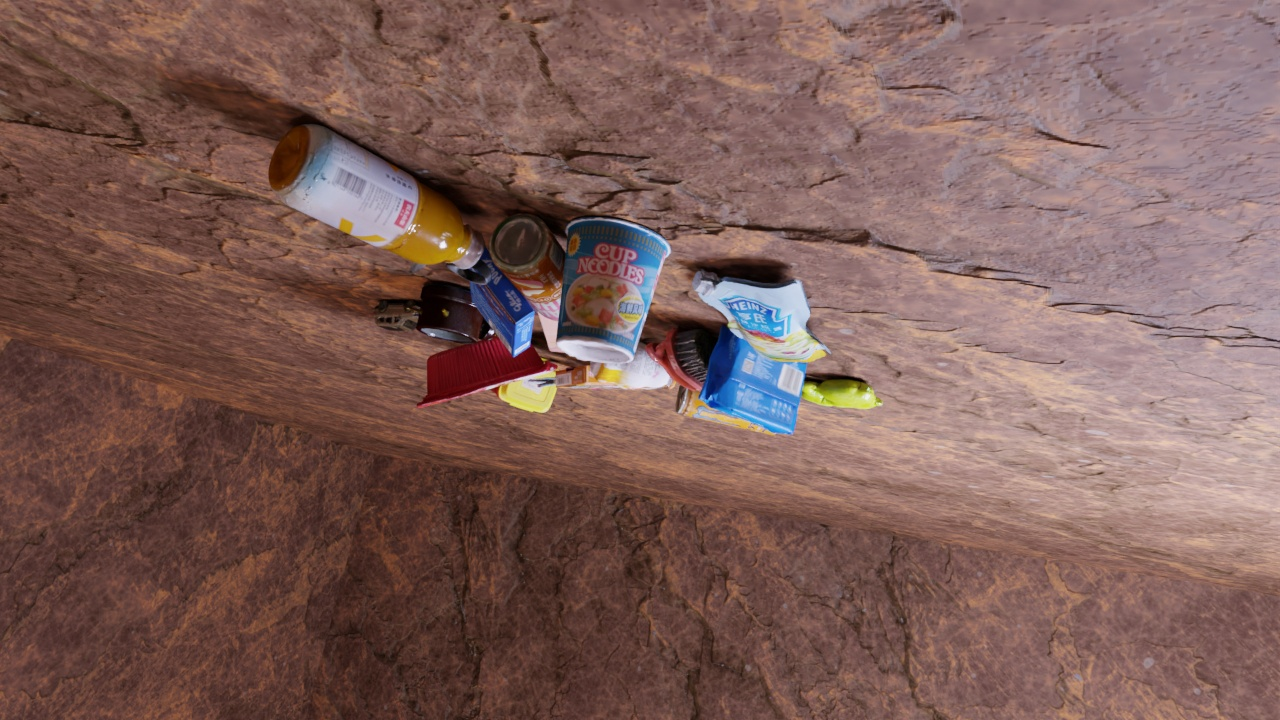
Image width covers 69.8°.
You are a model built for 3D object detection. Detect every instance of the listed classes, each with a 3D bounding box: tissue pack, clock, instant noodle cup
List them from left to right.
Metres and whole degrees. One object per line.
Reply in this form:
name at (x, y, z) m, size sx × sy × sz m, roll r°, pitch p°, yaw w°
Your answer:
clock at (-0.222, -0.052, 1.119) m, size 0.082 × 0.055 × 0.122 m, roll 4°, pitch 166°, yaw 28°
instant noodle cup at (-0.210, 0.008, 1.223) m, size 0.194 × 0.066 × 0.194 m, roll -14°, pitch -179°, yaw 0°
instant noodle cup at (-0.030, -0.058, 0.819) m, size 0.099 × 0.109 × 0.099 m, roll 10°, pitch 166°, yaw 2°
tissue pack at (0.131, 0.025, 1.061) m, size 0.157 × 0.095 × 0.052 m, roll 22°, pitch 169°, yaw -36°

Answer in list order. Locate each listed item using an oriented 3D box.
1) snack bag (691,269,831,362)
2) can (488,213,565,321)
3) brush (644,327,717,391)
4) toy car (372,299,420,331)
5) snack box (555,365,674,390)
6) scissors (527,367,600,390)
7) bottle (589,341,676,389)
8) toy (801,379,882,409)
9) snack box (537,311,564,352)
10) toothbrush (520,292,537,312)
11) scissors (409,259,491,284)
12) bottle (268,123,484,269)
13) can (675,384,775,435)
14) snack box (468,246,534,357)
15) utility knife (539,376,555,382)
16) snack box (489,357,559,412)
snack bag at (0.124, -0.043, 0.911) m, size 0.110 × 0.038 × 0.191 m, roll 17°, pitch 170°, yaw 27°
can at (-0.093, -0.085, 0.870) m, size 0.058 × 0.057 × 0.147 m, roll 8°, pitch 166°, yaw 13°
brush at (0.062, 0.004, 1.092) m, size 0.069 × 0.063 × 0.145 m, roll -11°, pitch 156°, yaw 26°
toy car at (-0.312, -0.058, 1.213) m, size 0.091 × 0.035 × 0.042 m, roll -1°, pitch 163°, yaw 34°
snack box at (-0.034, 0.025, 1.262) m, size 0.153 × 0.026 × 0.075 m, roll 3°, pitch 173°, yaw -38°
scissors at (-0.105, 0.033, 1.327) m, size 0.077 × 0.017 × 0.137 m, roll 26°, pitch -163°, yaw 23°
bottle at (-0.007, 0.007, 1.161) m, size 0.108 × 0.063 × 0.063 m, roll 14°, pitch 166°, yaw -12°
toy at (0.251, 0.043, 1.166) m, size 0.096 × 0.031 × 0.100 m, roll 19°, pitch 165°, yaw -20°
snack box at (-0.068, -0.044, 1.042) m, size 0.084 × 0.026 × 0.157 m, roll 5°, pitch 162°, yaw 2°
toothbrush at (-0.097, -0.046, 1.117) m, size 0.029 × 0.021 × 0.189 m, roll 41°, pitch 180°, yaw 29°
scissors at (-0.210, -0.106, 0.918) m, size 0.170 × 0.014 × 0.160 m, roll 29°, pitch 156°, yaw 14°
bottle at (-0.213, -0.128, 0.769) m, size 0.068 × 0.068 × 0.189 m, roll 0°, pitch 162°, yaw 41°
can at (0.126, 0.062, 1.290) m, size 0.146 × 0.058 × 0.058 m, roll 13°, pitch 167°, yaw -7°
snack box at (-0.150, -0.059, 0.988) m, size 0.084 × 0.026 × 0.157 m, roll 53°, pitch 166°, yaw 4°
utility knife at (-0.078, 0.029, 1.311) m, size 0.033 × 0.015 × 0.192 m, roll -13°, pitch 170°, yaw 40°
snack box at (-0.179, 0.028, 1.377) m, size 0.091 × 0.082 × 0.080 m, roll 22°, pitch 177°, yaw -34°
